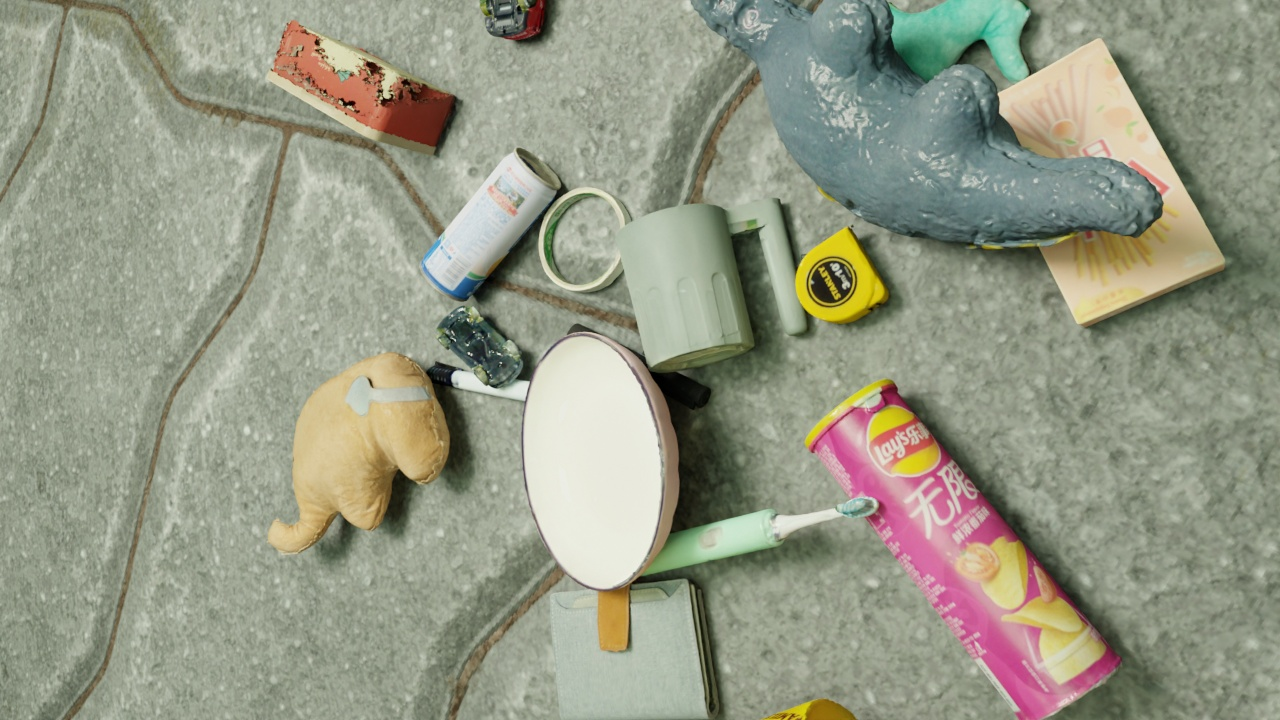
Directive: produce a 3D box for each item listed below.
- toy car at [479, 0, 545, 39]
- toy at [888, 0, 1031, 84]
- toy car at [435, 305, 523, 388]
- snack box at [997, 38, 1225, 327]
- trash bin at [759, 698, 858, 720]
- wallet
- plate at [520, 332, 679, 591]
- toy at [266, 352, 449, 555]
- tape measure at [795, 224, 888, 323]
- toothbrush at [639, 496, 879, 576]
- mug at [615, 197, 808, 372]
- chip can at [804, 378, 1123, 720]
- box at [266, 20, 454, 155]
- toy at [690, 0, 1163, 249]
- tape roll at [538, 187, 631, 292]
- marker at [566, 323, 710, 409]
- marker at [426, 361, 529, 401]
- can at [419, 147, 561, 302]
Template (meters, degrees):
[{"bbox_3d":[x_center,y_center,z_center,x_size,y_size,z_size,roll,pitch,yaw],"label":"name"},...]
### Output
[{"bbox_3d":[-0.106,-0.336,0.789,0.053,0.045,0.120,5,94,28],"label":"toy car"},{"bbox_3d":[0.213,-0.215,0.605,0.092,0.030,0.096,-26,80,28],"label":"toy"},{"bbox_3d":[-0.137,-0.010,0.785,0.043,0.034,0.090,-44,61,-14],"label":"toy car"},{"bbox_3d":[0.276,-0.108,0.562,0.085,0.026,0.157,-28,73,26],"label":"snack box"},{"bbox_3d":[0.043,0.348,0.560,0.256,0.229,0.229,-33,71,18],"label":"trash bin"},{"bbox_3d":[-0.011,0.221,0.698,0.130,0.037,0.106,-13,81,28],"label":"wallet"},{"bbox_3d":[-0.028,0.074,0.691,0.193,0.039,0.192,5,97,53],"label":"plate"},{"bbox_3d":[-0.264,0.085,0.831,0.226,0.082,0.143,-38,61,25],"label":"toy"},{"bbox_3d":[0.138,-0.054,0.636,0.057,0.028,0.060,-34,71,23],"label":"tape measure"},{"bbox_3d":[0.068,0.120,0.630,0.225,0.027,0.026,-24,63,43],"label":"toothbrush"},{"bbox_3d":[0.052,-0.055,0.665,0.124,0.083,0.103,-13,80,4],"label":"mug"},{"bbox_3d":[0.194,0.113,0.568,0.071,0.071,0.210,-44,68,20],"label":"chip can"},{"bbox_3d":[-0.256,-0.259,0.844,0.168,0.091,0.077,31,105,28],"label":"box"},{"bbox_3d":[0.152,-0.150,0.578,0.091,0.138,0.356,-40,58,-9],"label":"toy"},{"bbox_3d":[-0.046,-0.099,0.755,0.086,0.013,0.085,-3,85,30],"label":"tape roll"},{"bbox_3d":[-0.004,0.004,0.719,0.132,0.020,0.022,26,55,29],"label":"marker"},{"bbox_3d":[-0.134,0.019,0.795,0.131,0.018,0.022,8,81,31],"label":"marker"},{"bbox_3d":[-0.128,-0.115,0.781,0.135,0.053,0.053,-46,66,19],"label":"can"}]
